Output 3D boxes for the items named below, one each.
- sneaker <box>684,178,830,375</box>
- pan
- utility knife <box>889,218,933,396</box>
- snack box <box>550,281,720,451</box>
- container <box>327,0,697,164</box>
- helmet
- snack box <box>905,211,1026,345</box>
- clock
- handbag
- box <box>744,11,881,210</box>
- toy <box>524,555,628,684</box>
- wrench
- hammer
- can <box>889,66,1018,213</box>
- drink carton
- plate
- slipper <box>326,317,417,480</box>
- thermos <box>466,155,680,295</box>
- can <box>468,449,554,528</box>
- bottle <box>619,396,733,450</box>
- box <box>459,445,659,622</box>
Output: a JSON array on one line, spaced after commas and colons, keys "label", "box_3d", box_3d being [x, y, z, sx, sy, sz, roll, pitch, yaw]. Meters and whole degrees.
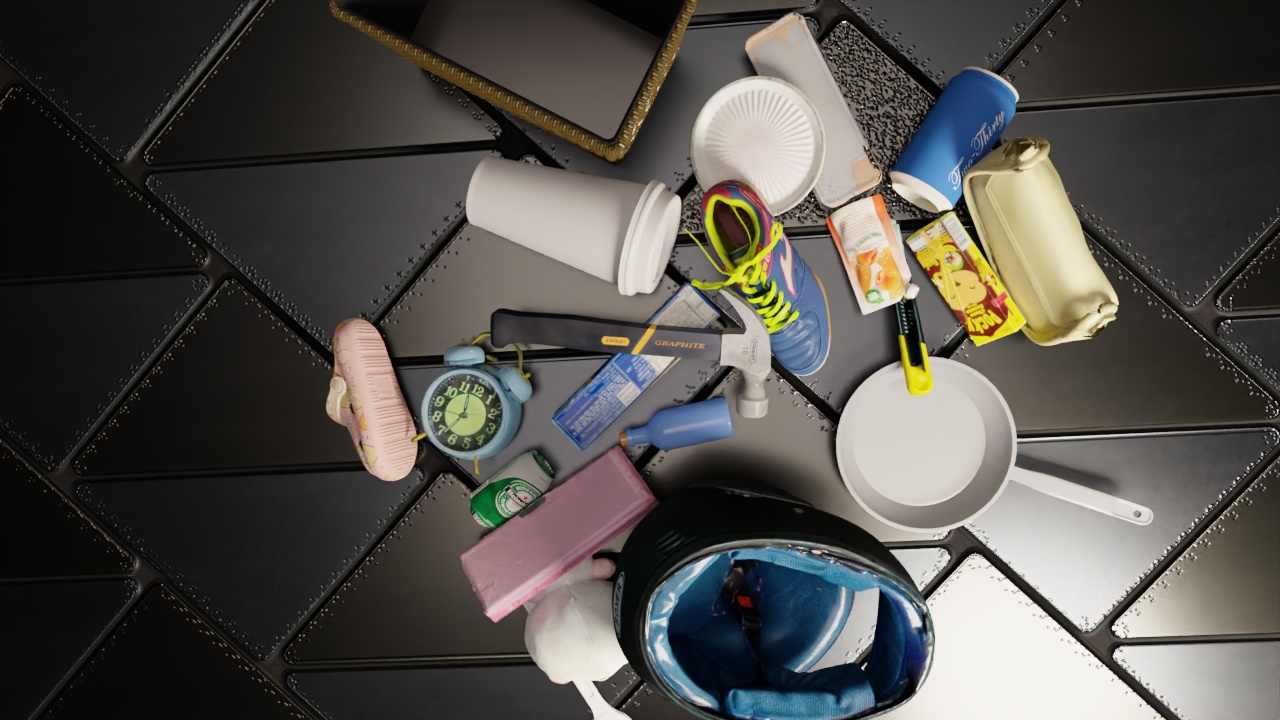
[{"label": "sneaker", "box_3d": [0.132, -0.084, 1.022, 0.116, 0.090, 0.242, -26, 97, 22]}, {"label": "pan", "box_3d": [0.399, 0.120, 1.047, 0.356, 0.050, 0.201, 18, 94, 2]}, {"label": "utility knife", "box_3d": [0.298, -0.065, 1.039, 0.029, 0.020, 0.213, -8, 77, 2]}, {"label": "snack box", "box_3d": [-0.006, 0.006, 1.064, 0.059, 0.059, 0.226, 45, 96, -3]}, {"label": "container", "box_3d": [-0.119, -0.349, 0.974, 0.321, 0.205, 0.176, 27, 95, 2]}, {"label": "helmet", "box_3d": [0.129, 0.251, 0.981, 0.316, 0.236, 0.249, 3, 94, 2]}, {"label": "snack box", "box_3d": [0.364, -0.090, 1.031, 0.025, 0.061, 0.149, -35, 91, -29]}, {"label": "clock", "box_3d": [-0.194, 0.044, 1.078, 0.118, 0.060, 0.162, 24, 91, 4]}, {"label": "handbag", "box_3d": [0.425, -0.126, 0.959, 0.088, 0.190, 0.233, -28, 99, 7]}, {"label": "box", "box_3d": [0.196, -0.280, 1.036, 0.081, 0.062, 0.216, -26, 91, 16]}, {"label": "toy", "box_3d": [-0.075, 0.285, 1.071, 0.138, 0.101, 0.179, -19, 71, -8]}, {"label": "wrench", "box_3d": [-0.094, 0.354, 1.115, 0.047, 0.009, 0.273, -33, 91, 5]}, {"label": "hammer", "box_3d": [-0.013, -0.019, 1.009, 0.313, 0.035, 0.139, 4, 107, 8]}, {"label": "can", "box_3d": [0.345, -0.242, 1.014, 0.079, 0.079, 0.146, 33, 95, 1]}, {"label": "drink carton", "box_3d": [0.262, -0.118, 1.037, 0.069, 0.038, 0.122, -22, 83, 29]}, {"label": "plate", "box_3d": [0.132, -0.240, 1.036, 0.157, 0.014, 0.157, 7, 107, 22]}, {"label": "slipper", "box_3d": [-0.330, 0.050, 1.075, 0.082, 0.093, 0.197, -16, 92, 15]}, {"label": "thermos", "box_3d": [-0.077, -0.161, 1.031, 0.222, 0.131, 0.131, 18, 94, 10]}, {"label": "can", "box_3d": [-0.154, 0.153, 1.084, 0.101, 0.053, 0.053, -38, 90, 5]}, {"label": "bottle", "box_3d": [0.040, 0.079, 1.069, 0.131, 0.048, 0.048, -13, 92, 4]}, {"label": "box", "box_3d": [-0.095, 0.199, 1.060, 0.232, 0.037, 0.098, -36, 58, -4]}]
